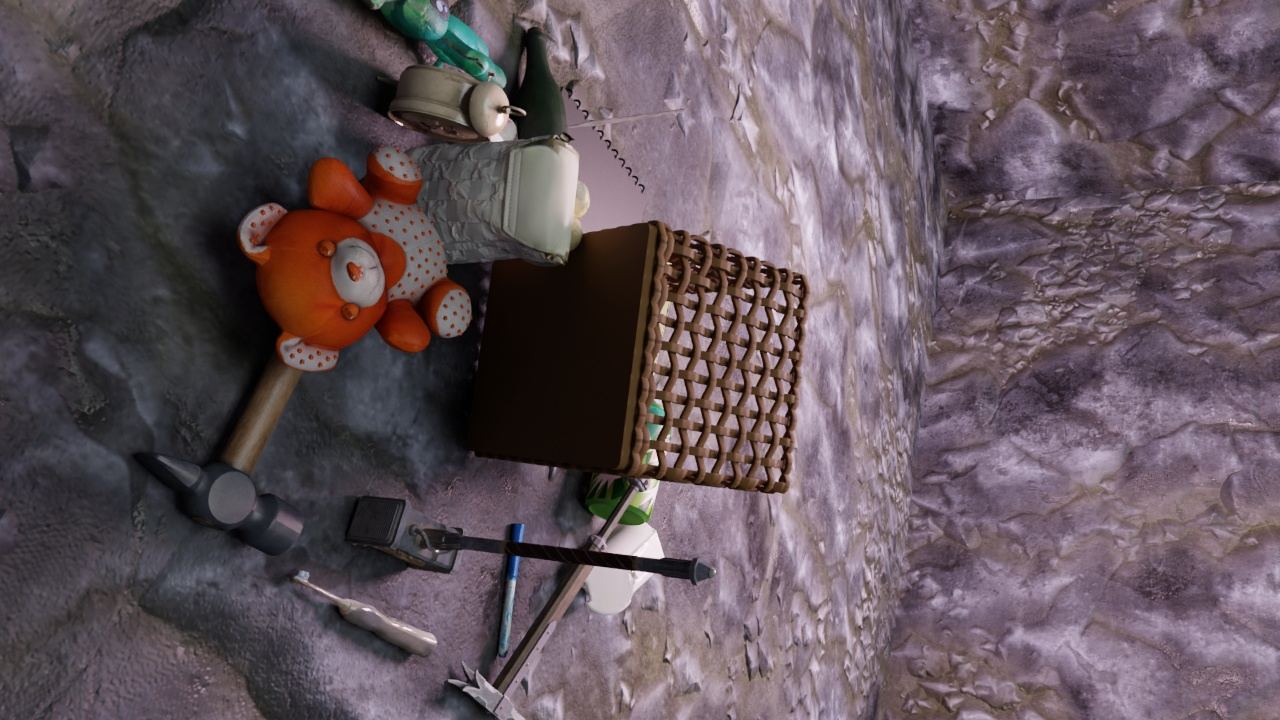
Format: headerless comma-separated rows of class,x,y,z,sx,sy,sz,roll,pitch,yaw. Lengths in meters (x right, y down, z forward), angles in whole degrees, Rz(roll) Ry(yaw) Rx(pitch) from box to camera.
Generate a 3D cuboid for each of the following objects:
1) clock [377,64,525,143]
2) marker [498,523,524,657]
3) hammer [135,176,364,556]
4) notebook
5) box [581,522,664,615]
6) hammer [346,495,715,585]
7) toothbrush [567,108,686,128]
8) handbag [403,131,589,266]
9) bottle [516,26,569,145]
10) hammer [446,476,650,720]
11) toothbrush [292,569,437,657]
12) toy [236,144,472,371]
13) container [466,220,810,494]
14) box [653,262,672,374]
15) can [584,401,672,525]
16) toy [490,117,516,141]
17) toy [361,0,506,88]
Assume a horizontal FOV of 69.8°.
clock,-0.159,-0.229,0.815,0.092,0.141,0.054,14,88,-61
marker,-0.140,0.247,0.990,0.013,0.013,0.141,23,70,-60
hammer,-0.269,-0.020,0.725,0.129,0.040,0.320,50,47,-45
notebook,-0.061,-0.201,1.127,0.231,0.019,0.169,44,54,-54
box,-0.030,0.254,1.116,0.159,0.092,0.081,-28,107,-56
hammer,-0.088,0.157,0.755,0.098,0.323,0.044,46,51,-52
toothbrush,-0.036,-0.265,1.000,0.010,0.182,0.010,29,62,-64
handbag,-0.136,-0.138,0.830,0.123,0.172,0.112,19,74,-72
bottle,-0.109,-0.282,0.997,0.055,0.055,0.174,21,60,-60
hammer,-0.076,0.250,1.017,0.316,0.028,0.147,-55,139,-25
toothbrush,-0.238,0.222,0.798,0.185,0.022,0.024,51,44,-48
toy,-0.214,-0.074,0.703,0.172,0.093,0.164,-36,114,-51
container,-0.005,0.005,0.919,0.213,0.252,0.219,13,81,-41
box,0.013,-0.047,1.229,0.133,0.061,0.187,51,46,-52
can,-0.013,0.126,1.151,0.083,0.083,0.143,51,47,-50
toy,-0.156,-0.214,0.926,0.076,0.037,0.125,58,35,-53
toy,-0.192,-0.305,0.834,0.130,0.072,0.193,58,14,24
